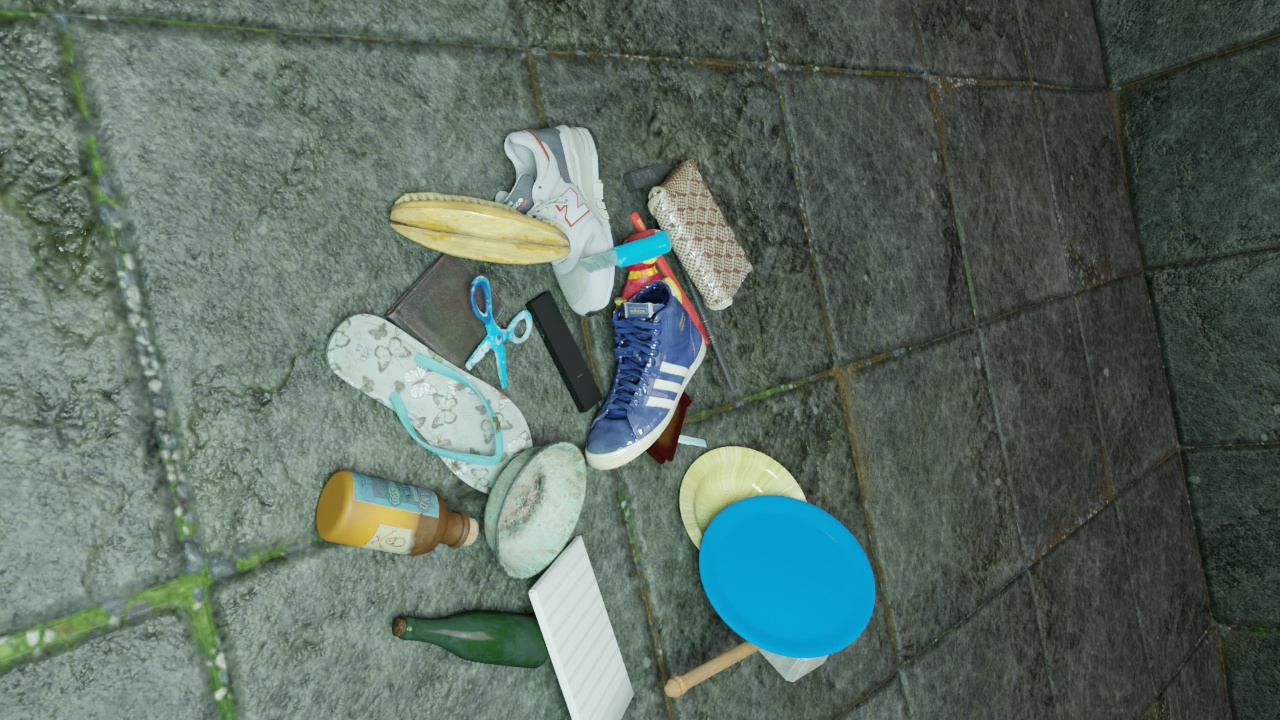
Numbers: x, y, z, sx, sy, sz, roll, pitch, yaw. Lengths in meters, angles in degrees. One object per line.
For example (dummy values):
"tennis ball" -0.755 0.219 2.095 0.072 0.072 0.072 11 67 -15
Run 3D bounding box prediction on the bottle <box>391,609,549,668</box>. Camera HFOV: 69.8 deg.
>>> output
"bottle" -0.175 0.284 0.947 0.174 0.055 0.055 20 70 -38

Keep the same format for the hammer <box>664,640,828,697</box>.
"hammer" 0.144 0.358 1.156 0.316 0.083 0.163 -10 133 -43

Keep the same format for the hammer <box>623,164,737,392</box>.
"hammer" 0.071 -0.111 1.248 0.094 0.015 0.325 -28 98 -46

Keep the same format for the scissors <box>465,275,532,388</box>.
"scissors" -0.159 -0.036 1.012 0.133 0.011 0.140 -52 139 -48

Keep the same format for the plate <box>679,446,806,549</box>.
"plate" 0.134 0.206 1.225 0.184 0.036 0.184 9 57 -14

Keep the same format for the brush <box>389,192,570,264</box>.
"brush" -0.170 -0.142 0.987 0.195 0.059 0.043 8 35 -18

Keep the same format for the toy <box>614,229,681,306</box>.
"toy" 0.005 -0.095 1.178 0.105 0.067 0.137 -33 118 -38

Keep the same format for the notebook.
"notebook" -0.063 0.322 1.031 0.142 0.009 0.210 -39 113 -68

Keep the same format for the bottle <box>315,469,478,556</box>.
"bottle" -0.232 0.156 0.905 0.156 0.068 0.067 22 69 -39

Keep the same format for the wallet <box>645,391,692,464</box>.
"wallet" 0.023 0.065 1.179 0.091 0.018 0.115 44 46 -24

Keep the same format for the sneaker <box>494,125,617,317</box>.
"sneaker" -0.107 -0.170 1.072 0.124 0.089 0.239 5 71 -38

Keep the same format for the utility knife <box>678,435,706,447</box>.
"utility knife" 0.029 0.098 1.192 0.166 0.015 0.022 14 74 -39

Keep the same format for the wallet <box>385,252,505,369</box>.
"wallet" -0.207 -0.051 0.991 0.099 0.031 0.119 52 50 -27

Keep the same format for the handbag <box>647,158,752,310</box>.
"handbag" 0.078 -0.167 1.228 0.186 0.047 0.123 58 37 -17

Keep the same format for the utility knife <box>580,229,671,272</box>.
"utility knife" -0.012 -0.128 1.075 0.221 0.015 0.031 -27 98 -60

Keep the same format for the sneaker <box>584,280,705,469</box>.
"sneaker" -0.005 0.006 1.092 0.232 0.091 0.118 -51 135 -30

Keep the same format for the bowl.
"bowl" -0.119 0.157 0.998 0.157 0.039 0.158 -37 136 -47

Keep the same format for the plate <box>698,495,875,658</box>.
"plate" 0.181 0.269 1.149 0.224 0.024 0.223 6 48 -7

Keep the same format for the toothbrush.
"toothbrush" 0.046 -0.110 1.241 0.012 0.018 0.212 -47 114 -37

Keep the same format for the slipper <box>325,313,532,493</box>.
"slipper" -0.199 0.047 0.946 0.269 0.055 0.098 45 74 -28

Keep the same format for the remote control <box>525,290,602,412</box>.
"remote control" -0.091 -0.009 1.100 0.034 0.013 0.150 -39 110 -41
